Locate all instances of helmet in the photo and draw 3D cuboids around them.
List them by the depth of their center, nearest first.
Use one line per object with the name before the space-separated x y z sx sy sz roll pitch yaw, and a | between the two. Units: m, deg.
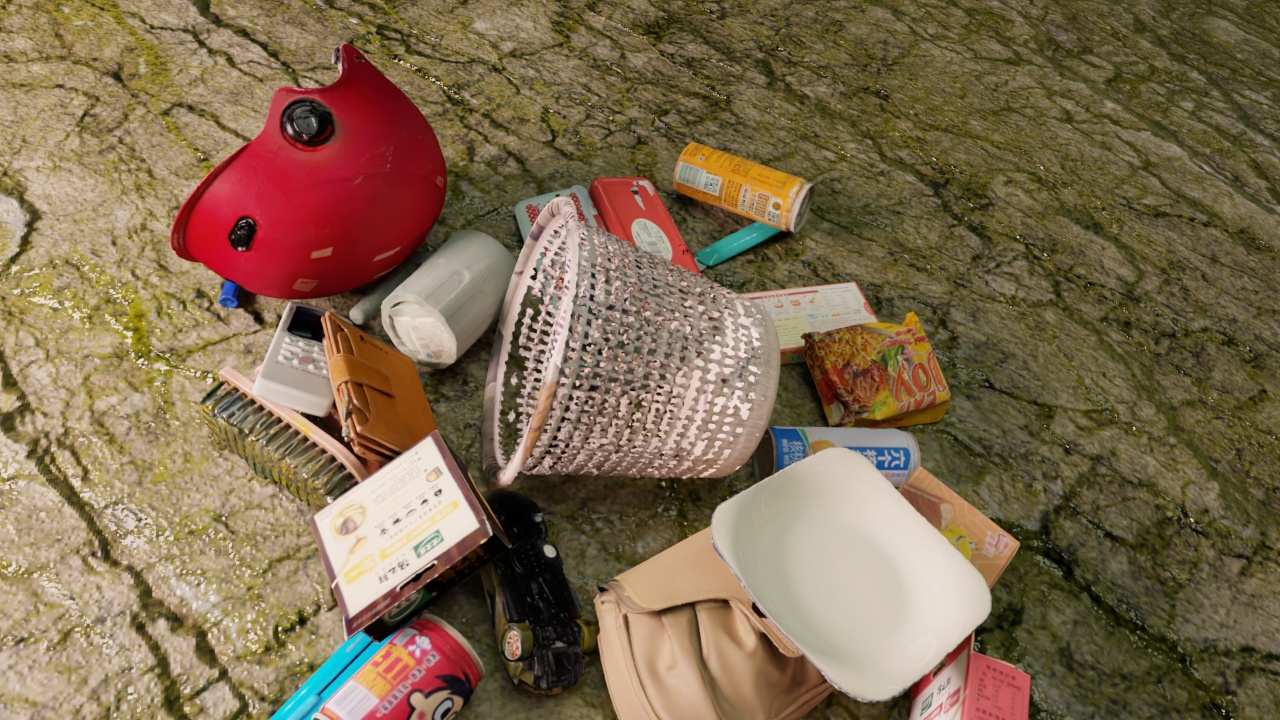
helmet | -0.260 -0.134 0.787 0.144 0.208 0.239 38 53 -4

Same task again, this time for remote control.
remote control | -0.269 -0.006 0.741 0.058 0.021 0.150 21 22 -20

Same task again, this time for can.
can | -0.154 0.218 0.594 0.066 0.067 0.093 35 51 16
can | 0.169 0.084 0.792 0.134 0.053 0.053 2 50 -12
can | 0.110 -0.187 0.989 0.146 0.058 0.058 24 49 19

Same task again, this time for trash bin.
trash bin | -0.006 0.004 0.730 0.192 0.228 0.227 13 48 -19

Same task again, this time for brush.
brush | -0.262 0.059 0.705 0.146 0.063 0.072 30 48 11

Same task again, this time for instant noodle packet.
instant noodle packet | 0.225 0.013 0.860 0.128 0.044 0.110 -10 74 -20

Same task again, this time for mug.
mug | -0.182 -0.056 0.813 0.124 0.084 0.103 10 41 25

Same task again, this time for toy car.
toy car | -0.083 0.163 0.666 0.070 0.042 0.158 12 43 -42

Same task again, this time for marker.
marker | -0.366 -0.106 0.850 0.017 0.017 0.145 4 50 -11

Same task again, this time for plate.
plate | 0.140 0.144 0.625 0.163 0.034 0.164 -21 56 -35

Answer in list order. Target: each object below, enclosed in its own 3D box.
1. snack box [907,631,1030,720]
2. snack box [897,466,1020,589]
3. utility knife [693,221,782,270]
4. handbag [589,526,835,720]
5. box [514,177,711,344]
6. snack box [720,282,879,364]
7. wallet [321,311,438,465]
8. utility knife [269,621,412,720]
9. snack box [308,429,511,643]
snack box | 0.214 0.258 0.616 0.044 0.113 0.126 21 49 6
snack box | 0.220 0.157 0.716 0.094 0.093 0.076 39 52 20
utility knife | 0.108 -0.129 0.985 0.177 0.013 0.029 -29 60 -28
handbag | 0.070 0.186 0.650 0.204 0.100 0.147 -21 63 -34
box | -0.029 -0.105 0.913 0.160 0.050 0.201 -11 53 -17
snack box | 0.158 -0.036 0.908 0.155 0.027 0.077 -7 53 -18
wallet | -0.205 0.029 0.715 0.035 0.119 0.130 -35 52 8
utility knife | -0.228 0.241 0.591 0.034 0.018 0.207 34 53 15
snack box | -0.160 0.125 0.636 0.113 0.053 0.125 -35 47 -7
